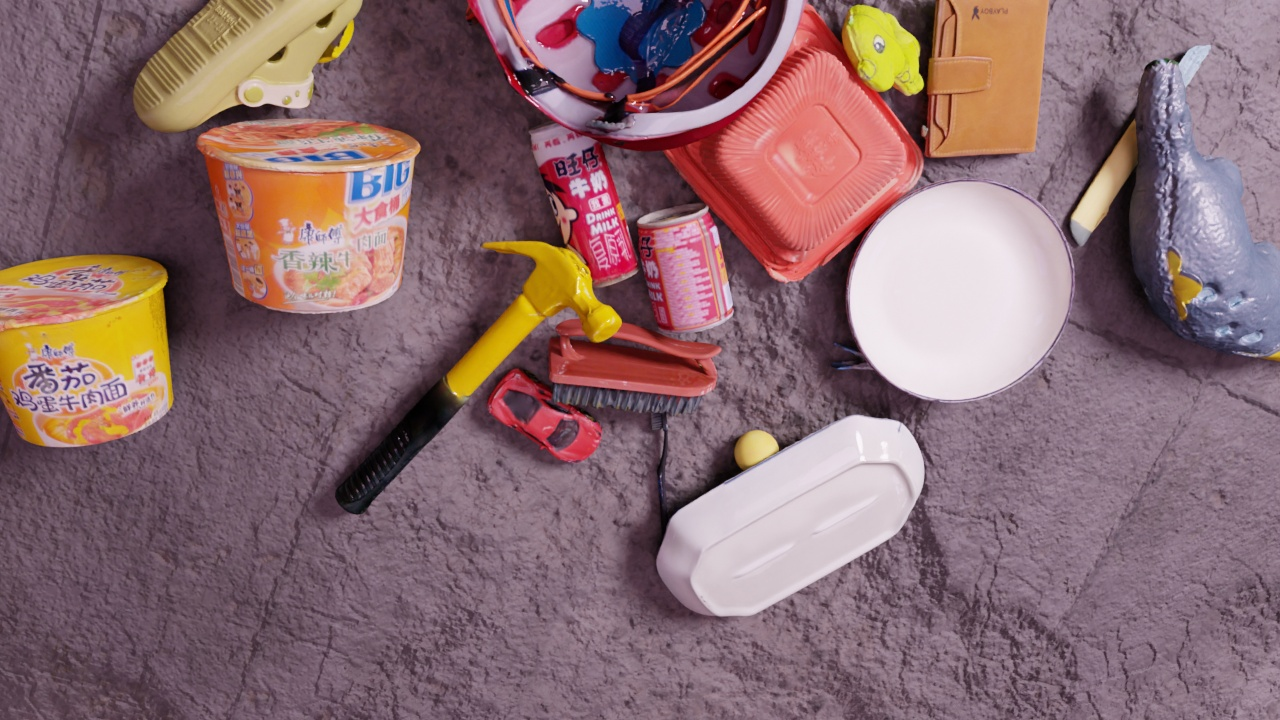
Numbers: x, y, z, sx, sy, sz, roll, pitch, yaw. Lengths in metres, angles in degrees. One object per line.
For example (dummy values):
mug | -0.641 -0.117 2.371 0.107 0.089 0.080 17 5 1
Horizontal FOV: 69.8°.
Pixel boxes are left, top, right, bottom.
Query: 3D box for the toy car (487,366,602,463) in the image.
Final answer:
toy car | -0.081 0.051 0.800 0.106 0.031 0.049 36 101 -18

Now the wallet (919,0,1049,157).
wallet | 0.275 -0.233 0.749 0.119 0.035 0.131 -8 109 -18

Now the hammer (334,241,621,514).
hammer | -0.152 0.021 0.758 0.301 0.032 0.128 -45 69 16

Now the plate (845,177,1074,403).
plate | 0.270 -0.060 0.790 0.192 0.039 0.192 0 103 0

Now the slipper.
slipper | -0.276 -0.225 0.670 0.190 0.091 0.081 -40 148 -3

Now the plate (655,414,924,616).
plate | 0.143 0.154 0.835 0.266 0.034 0.162 -29 125 3

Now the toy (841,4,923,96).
toy | 0.187 -0.242 0.713 0.100 0.096 0.031 25 145 -37

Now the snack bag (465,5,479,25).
snack bag | -0.126 -0.306 0.683 0.048 0.026 0.104 -23 110 -12

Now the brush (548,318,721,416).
brush | -0.005 0.005 0.777 0.145 0.063 0.069 8 120 -11

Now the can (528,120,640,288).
can | -0.045 -0.128 0.735 0.053 0.053 0.133 -19 109 -1

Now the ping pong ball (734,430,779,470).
ping pong ball | 0.105 0.083 0.827 0.040 0.040 0.040 -2 108 -7

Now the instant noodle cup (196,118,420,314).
instant noodle cup | -0.239 -0.107 0.675 0.151 0.151 0.112 2 115 -8

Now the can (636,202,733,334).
can | 0.036 -0.076 0.754 0.066 0.066 0.094 -15 109 -2

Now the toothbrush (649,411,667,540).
toothbrush | 0.019 0.122 0.844 0.016 0.014 0.190 -4 109 -5

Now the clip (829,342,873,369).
clip | 0.200 0.000 0.822 0.058 0.027 0.043 6 99 -13

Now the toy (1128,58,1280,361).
toy | 0.498 -0.093 0.796 0.138 0.091 0.356 -44 110 -5

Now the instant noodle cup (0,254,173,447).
instant noodle cup | -0.422 -0.007 0.691 0.138 0.138 0.110 -1 115 -7

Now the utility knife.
utility knife | 0.430 -0.187 0.793 0.031 0.020 0.190 25 110 -19

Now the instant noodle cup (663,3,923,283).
instant noodle cup | 0.128 -0.165 0.732 0.164 0.079 0.189 -43 109 7

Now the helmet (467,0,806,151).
helmet | -0.004 -0.256 0.656 0.240 0.144 0.207 40 96 7
